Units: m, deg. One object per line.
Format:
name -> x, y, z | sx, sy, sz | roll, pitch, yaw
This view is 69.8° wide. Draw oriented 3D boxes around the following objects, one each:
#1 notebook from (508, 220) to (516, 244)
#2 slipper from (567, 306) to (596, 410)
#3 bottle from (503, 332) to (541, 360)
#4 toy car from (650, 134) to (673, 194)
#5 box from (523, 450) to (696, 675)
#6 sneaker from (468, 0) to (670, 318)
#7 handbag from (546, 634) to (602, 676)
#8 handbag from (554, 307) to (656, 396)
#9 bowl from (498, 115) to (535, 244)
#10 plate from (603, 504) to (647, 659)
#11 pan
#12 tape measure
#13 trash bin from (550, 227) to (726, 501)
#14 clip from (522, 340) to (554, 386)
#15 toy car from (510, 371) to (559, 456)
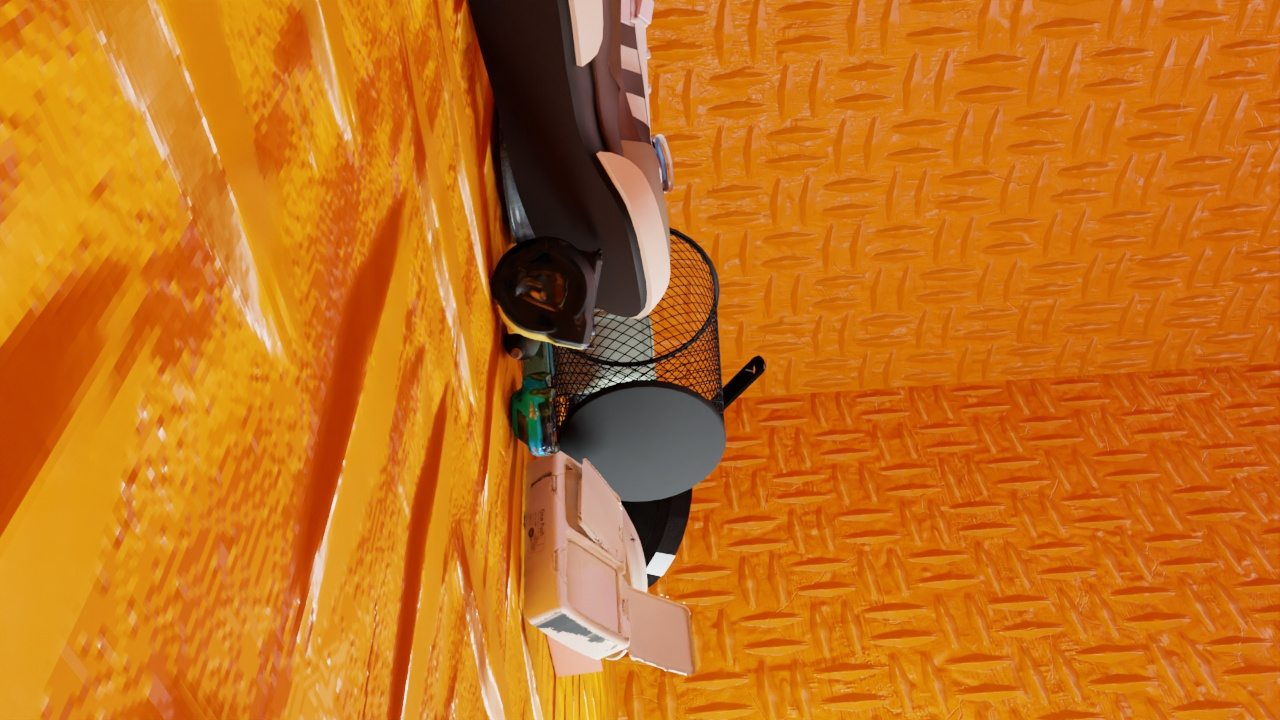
notebook -> -0.107, -0.207, 0.812 | 0.253, 0.009, 0.181 | -95, -178, -76
slipper -> -0.073, 0.021, 1.240 | 0.109, 0.083, 0.265 | 12, -85, 50
bottle -> -0.084, -0.015, 0.653 | 0.106, 0.025, 0.025 | -99, -174, -78
toy car -> -0.036, -0.161, 0.833 | 0.055, 0.153, 0.056 | 17, -53, 51
box -> -0.020, 0.167, 0.731 | 0.184, 0.044, 0.143 | 42, 30, -41
sneaker -> -0.024, -0.175, 0.621 | 0.116, 0.112, 0.294 | -38, 124, -34
handbag -> -0.059, 0.197, 0.834 | 0.172, 0.060, 0.108 | 87, -5, -48
handbag -> -0.046, -0.013, 1.121 | 0.067, 0.122, 0.106 | -115, -161, -83
bowl -> -0.070, -0.157, 0.707 | 0.137, 0.057, 0.137 | 5, 82, -89
plate -> -0.034, 0.206, 0.926 | 0.182, 0.034, 0.182 | 26, -61, 60
pan -> 0.013, 0.103, 0.976 | 0.358, 0.034, 0.225 | -48, -137, 38
tape measure -> -0.061, -0.046, 0.607 | 0.042, 0.072, 0.071 | -77, 175, -79
trash bin -> -0.004, 0.005, 0.855 | 0.209, 0.184, 0.184 | -95, -178, -48
clip -> -0.088, -0.034, 0.741 | 0.120, 0.030, 0.130 | -142, -130, -87
toy car -> -0.077, 0.038, 0.663 | 0.105, 0.032, 0.048 | -124, -150, -77
